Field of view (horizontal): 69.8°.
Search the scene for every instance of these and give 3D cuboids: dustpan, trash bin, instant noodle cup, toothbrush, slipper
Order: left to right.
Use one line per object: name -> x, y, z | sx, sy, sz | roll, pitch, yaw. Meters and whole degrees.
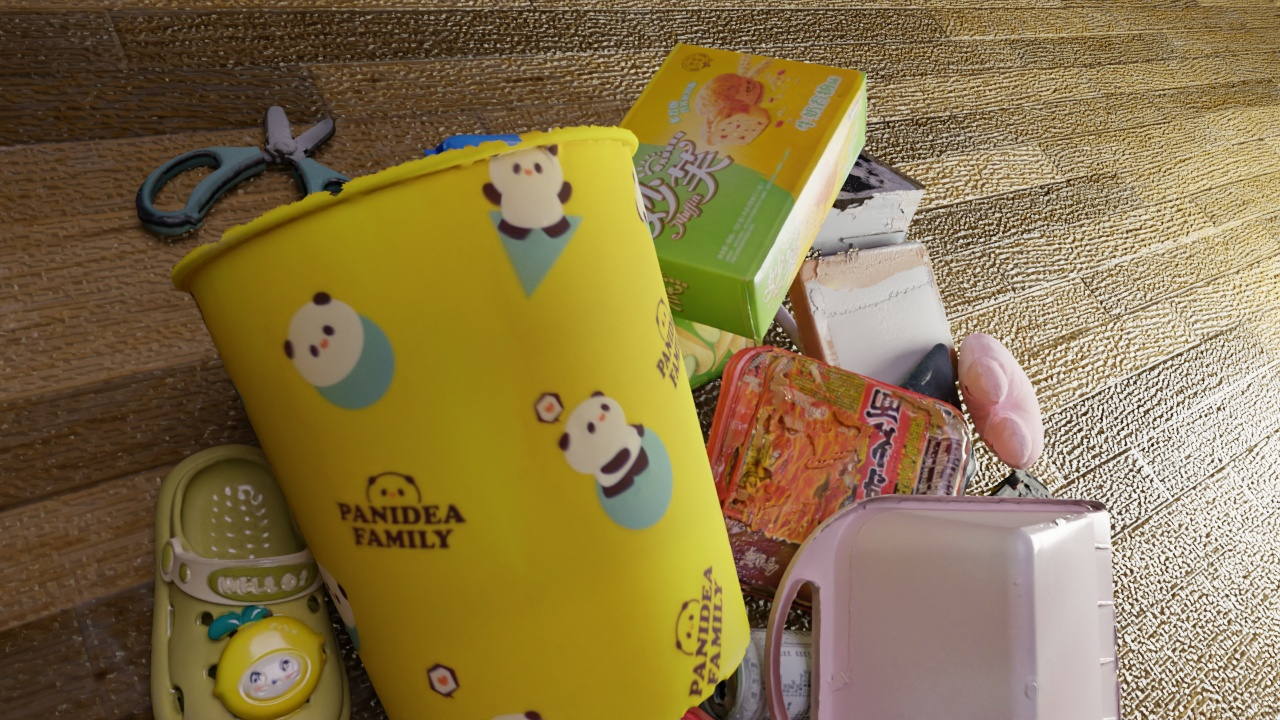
slipper -> -0.203, 0.118, 0.468 | 0.091, 0.082, 0.190 | -6, 59, -28
trash bin -> -0.070, 0.045, 0.460 | 0.229, 0.230, 0.255 | -22, 94, -37
instant noodle cup -> 0.123, 0.090, 0.633 | 0.188, 0.079, 0.164 | 18, 78, -12
toothbrush -> 0.161, 0.010, 0.776 | 0.021, 0.029, 0.189 | -37, 76, -2
dustpan -> 0.207, 0.190, 0.596 | 0.273, 0.139, 0.222 | 21, 69, -49

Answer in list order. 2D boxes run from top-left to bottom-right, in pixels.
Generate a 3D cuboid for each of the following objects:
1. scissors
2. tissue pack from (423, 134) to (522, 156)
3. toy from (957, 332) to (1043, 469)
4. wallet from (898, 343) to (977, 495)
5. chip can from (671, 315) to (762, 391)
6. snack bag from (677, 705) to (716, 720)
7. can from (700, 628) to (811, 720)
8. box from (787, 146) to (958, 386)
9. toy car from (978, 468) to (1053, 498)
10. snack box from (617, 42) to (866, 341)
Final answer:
scissors -> -0.270, -0.123, 0.635 | 0.178, 0.019, 0.172 | -10, 55, -25
tissue pack -> -0.087, -0.130, 0.719 | 0.156, 0.052, 0.095 | -11, 62, -36
toy -> 0.296, 0.034, 0.756 | 0.159, 0.054, 0.121 | -4, 71, -66
wallet -> 0.244, 0.058, 0.745 | 0.097, 0.019, 0.121 | -33, 108, -48
chip can -> -0.004, 0.004, 0.657 | 0.220, 0.073, 0.072 | -24, 71, -37
snack bag -> 0.031, 0.265, 0.503 | 0.208, 0.073, 0.128 | 35, 60, 5
can -> 0.112, 0.203, 0.588 | 0.146, 0.058, 0.058 | 9, 54, -22
box -> 0.167, -0.088, 0.777 | 0.178, 0.124, 0.273 | -13, 66, -39
toy car -> 0.297, 0.139, 0.741 | 0.155, 0.041, 0.071 | -21, 69, -45
snack box -> 0.055, -0.130, 0.666 | 0.158, 0.070, 0.209 | 18, 62, 24
